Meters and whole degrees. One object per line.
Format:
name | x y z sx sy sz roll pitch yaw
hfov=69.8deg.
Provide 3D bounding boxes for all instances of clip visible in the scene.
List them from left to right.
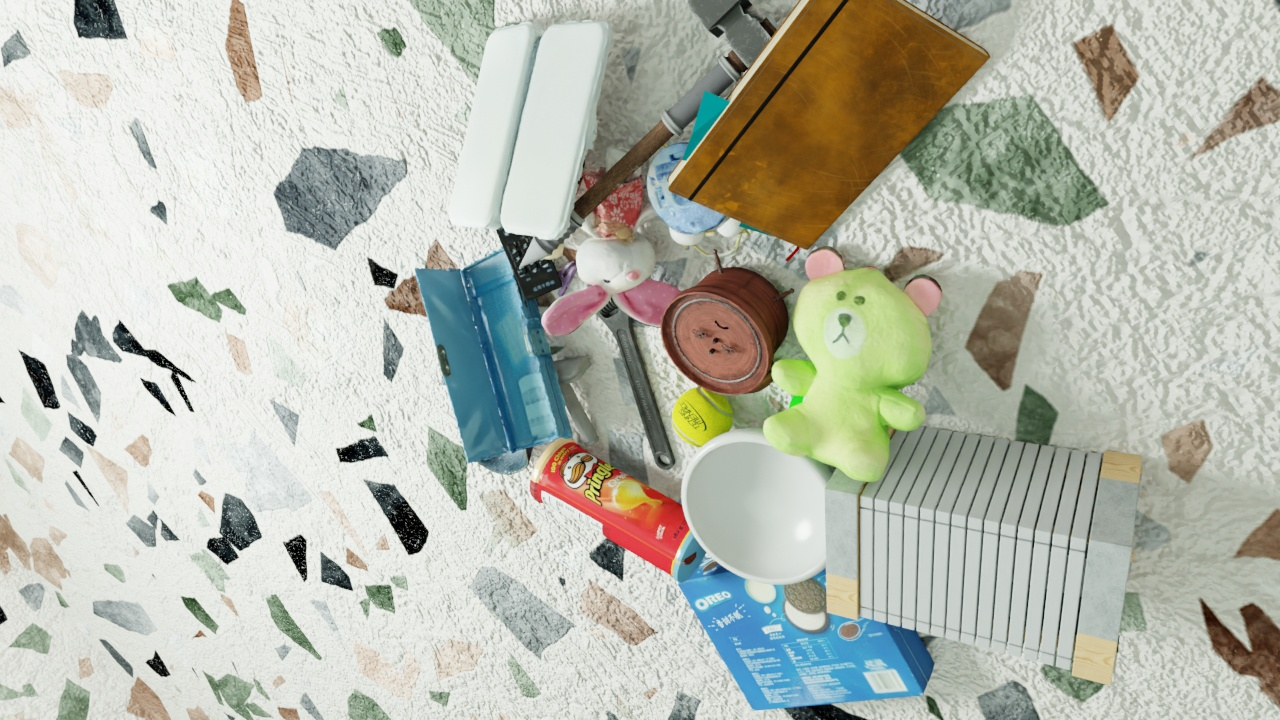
clip | -0.085 -0.090 1.042 0.052 0.014 0.043 -11 109 38

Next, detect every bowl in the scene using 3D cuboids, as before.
bowl | -0.173 0.087 1.165 0.110 0.055 0.110 15 122 25
bowl | 0.135 0.146 0.974 0.177 0.066 0.177 11 115 24

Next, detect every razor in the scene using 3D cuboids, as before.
razor | -0.081 0.053 1.103 0.088 0.047 0.116 -9 118 35

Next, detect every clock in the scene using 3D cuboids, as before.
clock | 0.059 -0.157 0.890 0.089 0.051 0.125 -6 112 33
clock | 0.085 -0.024 0.926 0.120 0.072 0.158 29 136 15

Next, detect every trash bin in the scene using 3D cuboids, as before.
trash bin | 0.314 0.164 0.850 0.247 0.142 0.143 8 119 28

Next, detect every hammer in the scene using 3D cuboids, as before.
hammer | 0.001 -0.190 0.839 0.323 0.043 0.156 -40 87 19

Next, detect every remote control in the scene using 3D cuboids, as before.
remote control | -0.136 -0.144 1.024 0.047 0.022 0.150 -22 98 1

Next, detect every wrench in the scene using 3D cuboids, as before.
wrench | -0.006 0.006 1.044 0.073 0.018 0.273 -4 114 33

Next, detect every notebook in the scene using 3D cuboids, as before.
notebook | 0.140 -0.198 0.775 0.178 0.014 0.250 18 135 -25

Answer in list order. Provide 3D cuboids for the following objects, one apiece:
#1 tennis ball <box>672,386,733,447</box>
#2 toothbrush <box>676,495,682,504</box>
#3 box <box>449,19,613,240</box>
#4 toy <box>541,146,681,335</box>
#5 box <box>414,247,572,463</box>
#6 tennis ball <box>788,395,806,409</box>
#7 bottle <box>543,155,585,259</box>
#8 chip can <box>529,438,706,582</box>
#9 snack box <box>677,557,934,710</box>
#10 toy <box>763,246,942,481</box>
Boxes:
tennis ball | 0.067 0.061 0.996 0.065 0.065 0.065 15 122 25
toothbrush | 0.071 0.141 1.069 0.022 0.016 0.155 27 131 -12
box | -0.114 -0.223 0.886 0.191 0.045 0.209 18 95 44
toy | -0.023 -0.120 0.935 0.084 0.159 0.194 -138 49 -60
box | -0.169 -0.008 1.034 0.094 0.111 0.231 -17 86 36
tennis ball | 0.181 0.054 0.922 0.065 0.065 0.065 15 122 25
bottle | -0.090 -0.186 0.960 0.060 0.059 0.166 23 125 20
chip can | -0.024 0.175 1.088 0.213 0.086 0.087 26 126 25
snack box | 0.186 0.305 1.064 0.240 0.056 0.195 -23 101 39
toy | 0.197 0.008 0.845 0.150 0.196 0.107 18 168 32
